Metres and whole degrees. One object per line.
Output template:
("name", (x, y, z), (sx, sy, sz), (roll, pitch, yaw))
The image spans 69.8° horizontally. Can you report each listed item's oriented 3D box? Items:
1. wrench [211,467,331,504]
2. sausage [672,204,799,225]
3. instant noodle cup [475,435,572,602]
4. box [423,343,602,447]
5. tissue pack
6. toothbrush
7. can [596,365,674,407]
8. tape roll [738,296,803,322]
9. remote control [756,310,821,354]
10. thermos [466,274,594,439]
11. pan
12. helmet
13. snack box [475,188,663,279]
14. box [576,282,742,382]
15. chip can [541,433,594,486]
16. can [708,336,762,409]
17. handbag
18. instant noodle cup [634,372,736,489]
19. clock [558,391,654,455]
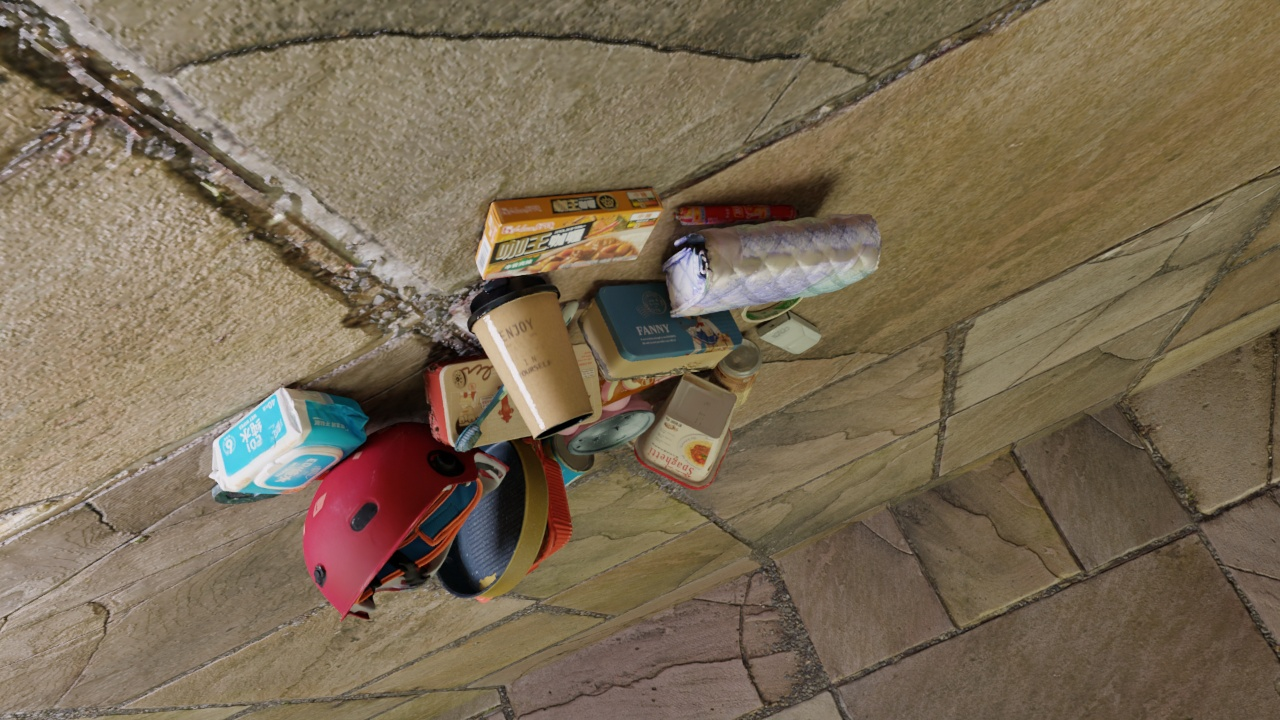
("wrench", (-0.337, 0.118, 1.039), (0.273, 0.016, 0.056), (-14, 156, -21))
("sausage", (0.095, -0.140, 0.880), (0.155, 0.020, 0.020), (-8, 152, -34))
("instant noodle cup", (-0.154, 0.192, 1.145), (0.079, 0.188, 0.165), (20, 134, -41))
("box", (-0.133, 0.034, 0.946), (0.168, 0.091, 0.076), (-10, -173, -29))
("tissue pack", (-0.342, 0.083, 0.895), (0.140, 0.063, 0.090), (-33, 155, 22))
("toothbrush", (-0.117, 0.014, 0.898), (0.191, 0.018, 0.016), (-52, 129, -16))
("can", (-0.006, 0.006, 1.043), (0.147, 0.058, 0.058), (-23, 158, -11))
("tape roll", (0.158, -0.074, 1.092), (0.085, 0.014, 0.086), (-19, 157, -9))
("remote control", (0.198, -0.035, 1.205), (0.049, 0.024, 0.124), (-34, 155, 21))
("thermos", (-0.099, -0.003, 0.853), (0.093, 0.143, 0.093), (-23, 171, -4))
("pan", (-0.248, 0.218, 1.118), (0.078, 0.197, 0.358), (19, 135, -40))
("helmet", (-0.268, 0.153, 0.955), (0.207, 0.144, 0.239), (-53, 172, 15))
("snack box", (-0.061, -0.110, 0.790), (0.153, 0.026, 0.075), (-11, 154, -28))
("box", (0.017, -0.031, 0.954), (0.183, 0.089, 0.060), (-8, 154, -43))
("chip can", (-0.156, 0.171, 1.257), (0.071, 0.071, 0.211), (5, 143, -49))
("can", (0.122, 0.018, 1.202), (0.058, 0.058, 0.116), (-19, 156, -12))
("handbag", (0.122, -0.096, 0.906), (0.193, 0.075, 0.134), (-10, 175, -21))
("instant noodle cup", (0.065, 0.088, 1.201), (0.124, 0.116, 0.116), (108, 8, -56))
("clock", (-0.052, 0.062, 1.133), (0.117, 0.059, 0.158), (-27, 159, 10))
